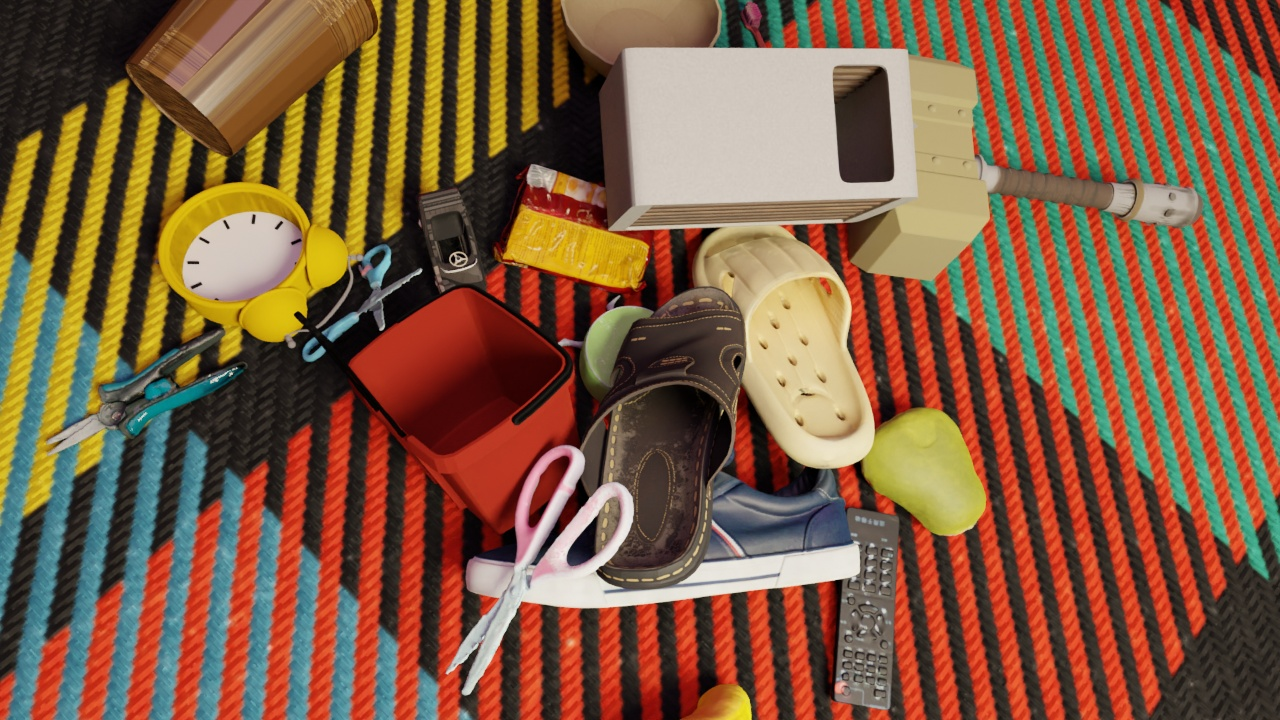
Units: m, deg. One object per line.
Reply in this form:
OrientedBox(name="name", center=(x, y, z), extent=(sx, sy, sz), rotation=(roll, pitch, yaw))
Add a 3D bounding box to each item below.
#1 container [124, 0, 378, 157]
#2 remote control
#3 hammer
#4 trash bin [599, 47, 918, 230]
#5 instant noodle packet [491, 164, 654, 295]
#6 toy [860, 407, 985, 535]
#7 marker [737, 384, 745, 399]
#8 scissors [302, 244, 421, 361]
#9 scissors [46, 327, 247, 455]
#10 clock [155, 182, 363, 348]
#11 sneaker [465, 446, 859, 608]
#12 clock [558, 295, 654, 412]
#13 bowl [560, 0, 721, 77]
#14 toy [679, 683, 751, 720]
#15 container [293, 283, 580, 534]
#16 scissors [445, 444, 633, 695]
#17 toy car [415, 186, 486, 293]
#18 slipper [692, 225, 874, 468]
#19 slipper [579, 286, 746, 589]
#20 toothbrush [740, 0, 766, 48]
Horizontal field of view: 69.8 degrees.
OrientedBox(name="container", center=(-0.324, -0.265, 0.762), extent=(0.132, 0.132, 0.167), rotation=(33, 72, 4))
OrientedBox(name="remote control", center=(0.176, 0.193, 0.721), extent=(0.047, 0.022, 0.150), rotation=(12, 69, -6))
OrientedBox(name="hammer", center=(0.365, -0.163, 0.852), extent=(0.324, 0.101, 0.190), rotation=(7, 67, -8))
OrientedBox(name="trash bin", center=(0.091, -0.175, 0.741), extent=(0.228, 0.114, 0.114), rotation=(-4, 89, -12))
OrientedBox(name="instant noodle packet", center=(-0.054, -0.111, 0.791), extent=(0.135, 0.040, 0.098), rotation=(15, 64, -4))
OrientedBox(name="toy", center=(0.236, 0.095, 0.754), extent=(0.090, 0.051, 0.110), rotation=(-29, 79, -17))
OrientedBox(name="marker", center=(0.118, 0.001, 0.792), extent=(0.142, 0.013, 0.013), rotation=(-35, 78, -21))
OrientedBox(name="scissors", center=(-0.222, -0.042, 0.715), extent=(0.134, 0.135, 0.015), rotation=(-44, 120, 5))
OrientedBox(name="scissors", center=(-0.366, 0.028, 0.691), extent=(0.142, 0.019, 0.127), rotation=(8, 68, -5))
OrientedBox(name="clock", center=(-0.304, -0.077, 0.728), extent=(0.152, 0.052, 0.113), rotation=(27, 66, 6))
OrientedBox(name="sneaker", center=(0.016, 0.113, 0.680), extent=(0.294, 0.121, 0.127), rotation=(-5, 82, -15))
OrientedBox(name="clock", center=(-0.004, 0.004, 0.752), extent=(0.094, 0.043, 0.119), rotation=(-41, 81, -21))
OrientedBox(name="bowl", center=(-0.002, -0.320, 0.877), extent=(0.152, 0.051, 0.152), rotation=(3, 68, -9))
OrientedBox(name="toy", center=(0.070, 0.323, 0.616), extent=(0.134, 0.088, 0.193), rotation=(-17, 72, -20))
OrientedBox(name="container", center=(-0.127, 0.011, 0.625), extent=(0.126, 0.201, 0.148), rotation=(-39, 50, -21))
OrientedBox(name="scissors", center=(-0.065, 0.143, 0.577), extent=(0.103, 0.016, 0.178), rotation=(21, 81, 41))
OrientedBox(name="toy car", center=(-0.155, -0.094, 0.752), extent=(0.040, 0.037, 0.092), rotation=(-17, 105, -18))
OrientedBox(name="slipper", center=(0.117, -0.035, 0.740), extent=(0.111, 0.079, 0.261), rotation=(-8, 54, -13))
OrientedBox(name="slipper", center=(0.018, 0.034, 0.640), extent=(0.113, 0.076, 0.267), rotation=(-3, 45, 18))
OrientedBox(name="toothbrush", center=(0.137, -0.275, 0.902), extent=(0.016, 0.016, 0.189), rotation=(-13, 71, -16))
